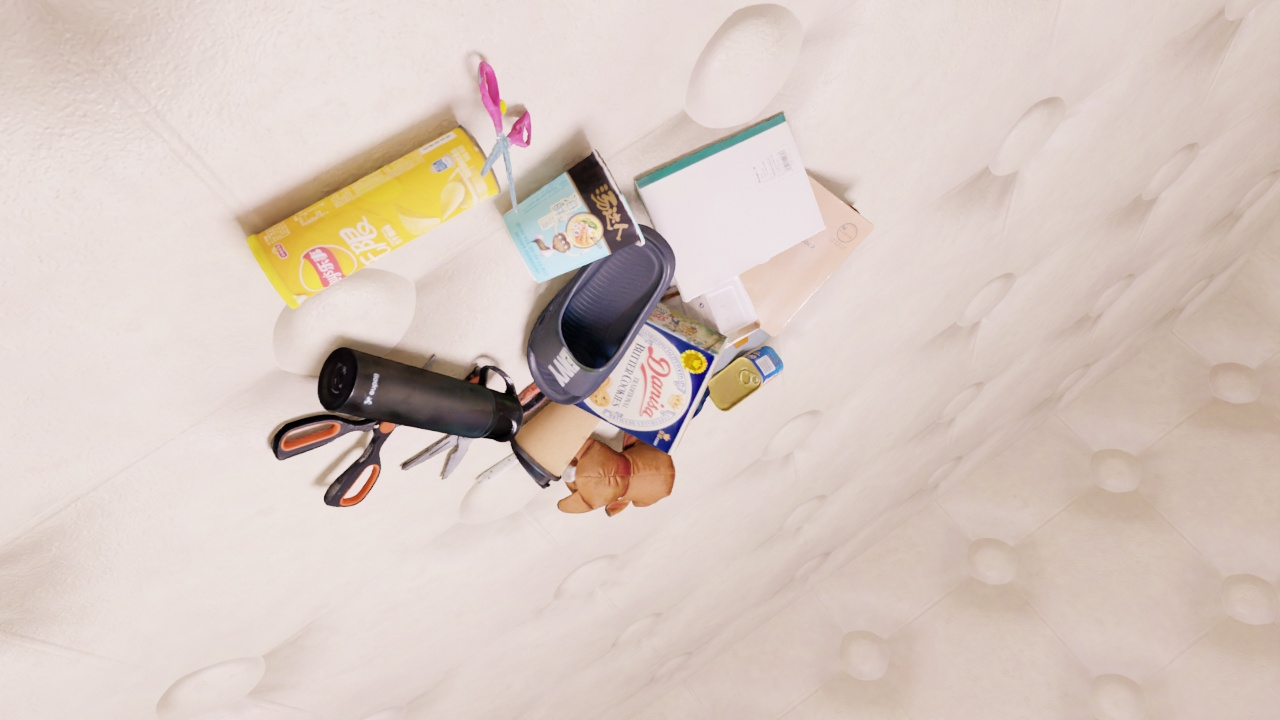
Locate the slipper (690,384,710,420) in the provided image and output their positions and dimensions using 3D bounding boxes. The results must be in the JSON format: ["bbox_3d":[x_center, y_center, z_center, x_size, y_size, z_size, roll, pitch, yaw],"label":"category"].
[{"bbox_3d":[0.047,0.046,1.331,0.105,0.095,0.253,-31,154,-5],"label":"slipper"}]

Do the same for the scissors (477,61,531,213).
[{"bbox_3d":[-0.120,-0.198,0.820,0.017,0.133,0.134,-6,-167,17],"label":"scissors"}]

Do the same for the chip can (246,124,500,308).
[{"bbox_3d":[-0.232,-0.129,0.809,0.213,0.072,0.072,-32,150,-11],"label":"chip can"}]

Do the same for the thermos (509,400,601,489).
[{"bbox_3d":[-0.110,0.095,1.245,0.143,0.093,0.093,-46,150,1],"label":"thermos"}]

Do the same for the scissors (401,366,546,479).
[{"bbox_3d":[-0.209,0.080,1.186,0.188,0.015,0.224,-11,142,-38],"label":"scissors"}]

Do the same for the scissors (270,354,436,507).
[{"bbox_3d":[-0.315,0.085,1.062,0.220,0.021,0.233,-1,125,-41],"label":"scissors"}]

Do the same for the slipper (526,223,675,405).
[{"bbox_3d":[-0.061,-0.040,1.046,0.269,0.110,0.083,-52,180,35],"label":"slipper"}]

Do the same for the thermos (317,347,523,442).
[{"bbox_3d":[-0.236,0.034,1.030,0.242,0.069,0.090,18,76,-51],"label":"thermos"}]

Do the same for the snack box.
[{"bbox_3d":[-0.007,0.007,1.136,0.045,0.182,0.178,-56,170,-50],"label":"snack box"}]

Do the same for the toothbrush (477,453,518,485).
[{"bbox_3d":[-0.151,0.124,1.309,0.187,0.016,0.017,-33,160,-8],"label":"toothbrush"}]

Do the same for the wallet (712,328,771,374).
[{"bbox_3d":[0.144,-0.033,1.381,0.129,0.037,0.107,-31,151,-11],"label":"wallet"}]

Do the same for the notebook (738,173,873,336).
[{"bbox_3d":[0.197,-0.140,1.243,0.147,0.008,0.208,30,113,-26],"label":"notebook"}]

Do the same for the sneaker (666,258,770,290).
[{"bbox_3d":[0.094,-0.136,1.128,0.242,0.090,0.089,-34,149,-5],"label":"sneaker"}]

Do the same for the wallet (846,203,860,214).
[{"bbox_3d":[0.246,-0.167,1.297,0.132,0.031,0.107,-52,159,24],"label":"wallet"}]

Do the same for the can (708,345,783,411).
[{"bbox_3d":[0.165,0.027,1.439,0.102,0.057,0.083,-41,170,37],"label":"can"}]

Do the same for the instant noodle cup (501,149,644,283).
[{"bbox_3d":[-0.073,-0.139,0.939,0.120,0.111,0.111,-29,150,0],"label":"instant noodle cup"}]

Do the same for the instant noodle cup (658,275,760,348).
[{"bbox_3d":[0.074,-0.049,1.164,0.116,0.116,0.124,-25,-178,-42],"label":"instant noodle cup"}]

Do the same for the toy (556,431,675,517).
[{"bbox_3d":[-0.046,0.171,1.405,0.131,0.140,0.199,-7,175,44],"label":"toy"}]

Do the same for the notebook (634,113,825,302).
[{"bbox_3d":[0.109,-0.179,1.064,0.208,0.012,0.150,-28,105,-18],"label":"notebook"}]
